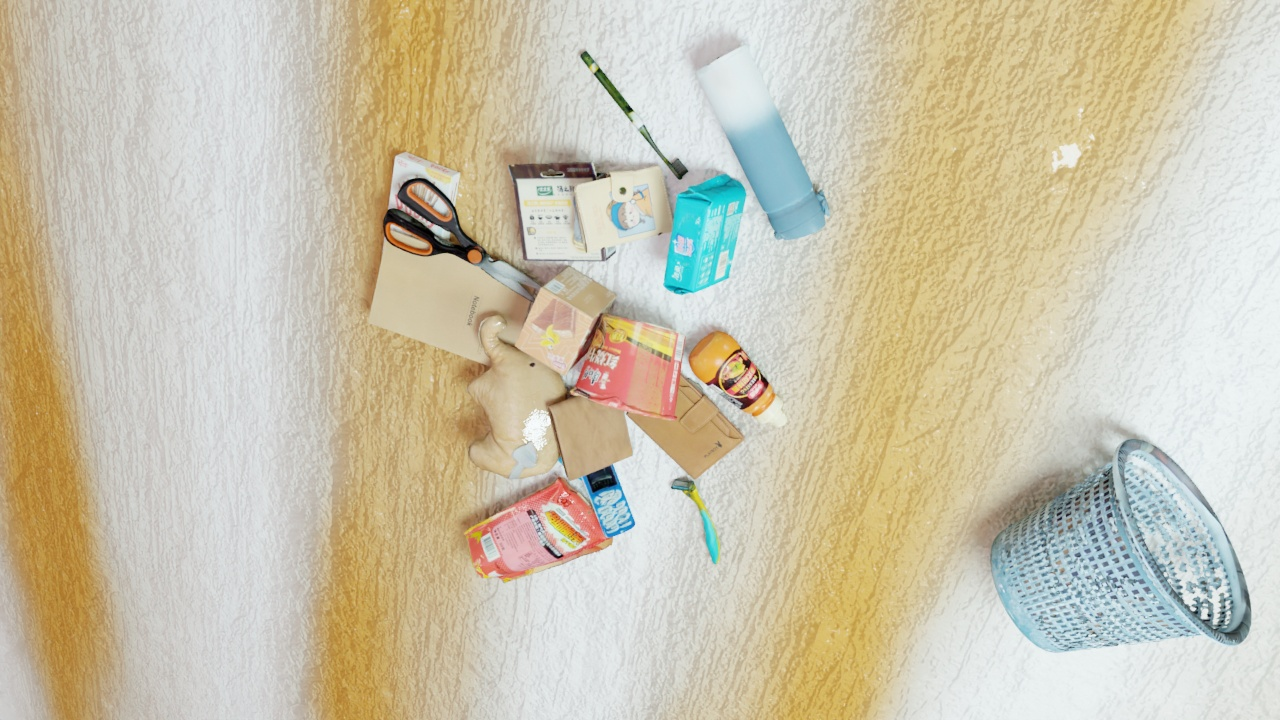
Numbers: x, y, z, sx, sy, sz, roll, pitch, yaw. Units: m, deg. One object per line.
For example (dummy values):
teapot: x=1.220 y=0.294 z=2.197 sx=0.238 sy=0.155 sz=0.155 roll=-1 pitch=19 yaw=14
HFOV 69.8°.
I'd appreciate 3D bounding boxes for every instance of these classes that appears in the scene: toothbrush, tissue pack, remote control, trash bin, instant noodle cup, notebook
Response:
toothbrush: x=-0.007 y=-0.289 z=1.080 sx=0.017 sy=0.012 sz=0.186 roll=-37 pitch=97 yaw=23
tissue pack: x=0.074 y=-0.147 z=1.067 sx=0.050 sy=0.093 sz=0.134 roll=24 pitch=120 yaw=26
remote control: x=-0.049 y=0.188 z=1.296 sx=0.049 sy=0.024 sz=0.125 roll=-22 pitch=108 yaw=-8
trash bin: x=0.516 y=0.228 z=1.026 sx=0.226 sy=0.225 sz=0.196 roll=48 pitch=132 yaw=-5
instant noodle cup: x=-0.007 y=0.007 z=1.139 sx=0.138 sy=0.138 sz=0.108 roll=15 pitch=90 yaw=13
notebook: x=-0.258 y=-0.079 z=1.244 sx=0.207 sy=0.008 sz=0.148 roll=20 pitch=119 yaw=-2

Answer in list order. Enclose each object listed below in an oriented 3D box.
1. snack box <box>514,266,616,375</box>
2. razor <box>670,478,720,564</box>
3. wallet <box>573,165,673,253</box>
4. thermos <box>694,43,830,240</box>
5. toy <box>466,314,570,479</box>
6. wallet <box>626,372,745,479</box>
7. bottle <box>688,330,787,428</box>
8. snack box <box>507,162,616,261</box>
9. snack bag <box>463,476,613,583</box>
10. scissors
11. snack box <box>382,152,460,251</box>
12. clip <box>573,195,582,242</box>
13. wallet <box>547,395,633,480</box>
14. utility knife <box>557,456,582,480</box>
snack box: x=-0.094 y=-0.051 z=1.172 sx=0.077 sy=0.092 sz=0.095 roll=31 pitch=119 yaw=4
razor: x=0.085 y=0.222 z=1.268 sx=0.043 sy=0.028 sz=0.132 roll=-6 pitch=112 yaw=54
wallet: x=-0.020 y=-0.183 z=1.091 sx=0.115 sy=0.024 sz=0.087 roll=-16 pitch=111 yaw=-17
thermos: x=0.139 y=-0.238 z=1.022 sx=0.070 sy=0.070 sz=0.220 roll=-23 pitch=104 yaw=27
toy: x=-0.166 y=0.050 z=1.248 sx=0.143 sy=0.082 sz=0.226 roll=-1 pitch=95 yaw=-5
wallet: x=0.060 y=0.085 z=1.215 sx=0.132 sy=0.031 sz=0.108 roll=45 pitch=121 yaw=-5
bottle: x=0.129 y=0.030 z=1.150 sx=0.149 sy=0.066 sz=0.067 roll=43 pitch=120 yaw=-11
snack box: x=-0.095 y=-0.186 z=1.134 sx=0.113 sy=0.053 sz=0.126 roll=3 pitch=113 yaw=18
snack bag: x=-0.155 y=0.257 z=1.354 sx=0.208 sy=0.073 sz=0.128 roll=-28 pitch=106 yaw=23
scissors: x=-0.234 y=-0.137 z=1.201 sx=0.161 sy=0.021 sz=0.234 roll=-28 pitch=109 yaw=18
snack box: x=-0.294 y=-0.188 z=1.221 sx=0.085 sy=0.026 sz=0.157 roll=21 pitch=119 yaw=9
clip: x=-0.070 y=-0.171 z=1.097 sx=0.024 sy=0.026 sz=0.056 roll=7 pitch=110 yaw=10
wallet: x=-0.066 y=0.096 z=1.237 sx=0.101 sy=0.020 sz=0.115 roll=-19 pitch=114 yaw=-19
utility knife: x=-0.153 y=0.095 z=1.303 sx=0.203 sy=0.018 sz=0.034 roll=39 pitch=121 yaw=1
